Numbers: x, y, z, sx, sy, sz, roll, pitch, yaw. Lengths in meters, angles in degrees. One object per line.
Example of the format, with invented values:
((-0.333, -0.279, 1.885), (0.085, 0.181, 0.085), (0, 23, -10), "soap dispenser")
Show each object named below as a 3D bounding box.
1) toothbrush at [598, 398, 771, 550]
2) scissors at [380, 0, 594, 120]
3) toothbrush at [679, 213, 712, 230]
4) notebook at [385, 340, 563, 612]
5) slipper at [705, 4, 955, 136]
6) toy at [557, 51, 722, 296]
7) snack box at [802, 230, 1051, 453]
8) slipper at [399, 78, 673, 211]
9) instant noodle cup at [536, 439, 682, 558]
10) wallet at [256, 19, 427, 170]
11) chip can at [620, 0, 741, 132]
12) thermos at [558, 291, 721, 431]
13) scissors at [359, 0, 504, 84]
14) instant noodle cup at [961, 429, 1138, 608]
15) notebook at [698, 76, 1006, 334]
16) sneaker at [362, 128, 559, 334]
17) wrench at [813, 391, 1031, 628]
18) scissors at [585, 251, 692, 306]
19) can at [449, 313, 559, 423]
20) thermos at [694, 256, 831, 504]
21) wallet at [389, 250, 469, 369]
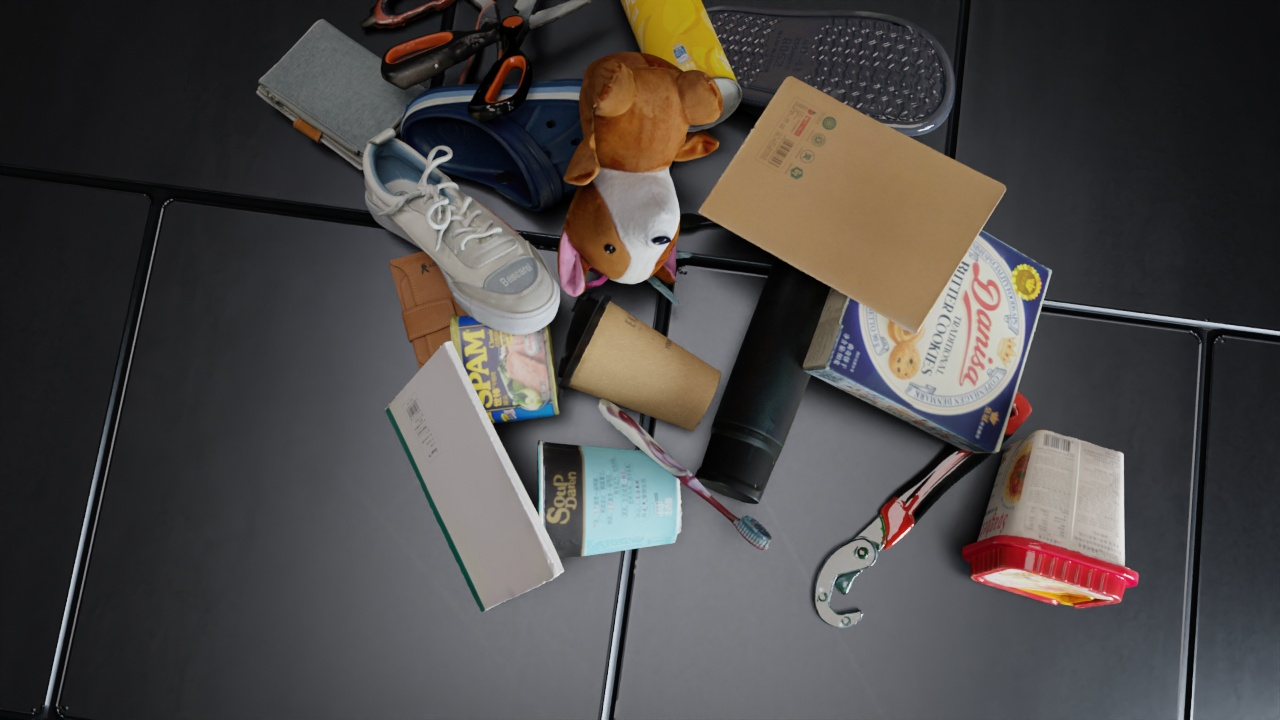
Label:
((0.034, 0.090, 0.760), (0.187, 0.017, 0.016), (40, 50, 17), "toothbrush")
((-0.126, -0.285, 0.828), (0.221, 0.022, 0.231), (-12, 50, 1), "scissors")
((0.117, -0.137, 0.867), (0.189, 0.018, 0.014), (-5, 83, -3), "toothbrush")
((-0.149, 0.106, 0.785), (0.012, 0.151, 0.209), (-21, 79, -41), "notebook")
((0.159, -0.263, 0.854), (0.268, 0.083, 0.110), (19, 83, 23), "slipper")
((-0.002, -0.145, 0.753), (0.140, 0.130, 0.200), (-2, 124, -26), "toy")
((0.253, -0.036, 0.797), (0.182, 0.046, 0.177), (25, 77, -14), "snack box")
((-0.098, -0.189, 0.824), (0.253, 0.105, 0.095), (8, 61, 6), "slipper")
((-0.029, 0.122, 0.793), (0.120, 0.111, 0.111), (0, 82, -7), "instant noodle cup")
((-0.286, -0.253, 0.879), (0.130, 0.037, 0.106), (35, 74, 4), "wallet")
((0.024, -0.313, 0.838), (0.072, 0.072, 0.213), (-18, 69, -1), "chip can")
((-0.005, 0.005, 0.815), (0.143, 0.093, 0.093), (26, 84, -3), "thermos")
((-0.163, -0.350, 0.899), (0.223, 0.015, 0.189), (-28, 83, -2), "scissors")
((0.350, 0.134, 0.779), (0.116, 0.116, 0.124), (17, 72, 3), "instant noodle cup")
((0.174, -0.133, 0.764), (0.208, 0.008, 0.147), (31, 83, 13), "notebook")
((-0.157, -0.120, 0.792), (0.089, 0.091, 0.242), (-36, 61, -28), "sneaker")
((0.251, 0.128, 0.824), (0.056, 0.016, 0.273), (43, 85, 6), "wrench")
((-0.015, -0.092, 0.839), (0.134, 0.017, 0.133), (-32, 70, -35), "scissors")
((-0.118, 0.005, 0.804), (0.083, 0.057, 0.102), (-7, 89, -3), "can")
((0.119, 0.006, 0.816), (0.068, 0.090, 0.242), (19, 78, 19), "thermos")
((-0.166, -0.045, 0.852), (0.108, 0.031, 0.131), (-16, 81, -3), "wallet")
